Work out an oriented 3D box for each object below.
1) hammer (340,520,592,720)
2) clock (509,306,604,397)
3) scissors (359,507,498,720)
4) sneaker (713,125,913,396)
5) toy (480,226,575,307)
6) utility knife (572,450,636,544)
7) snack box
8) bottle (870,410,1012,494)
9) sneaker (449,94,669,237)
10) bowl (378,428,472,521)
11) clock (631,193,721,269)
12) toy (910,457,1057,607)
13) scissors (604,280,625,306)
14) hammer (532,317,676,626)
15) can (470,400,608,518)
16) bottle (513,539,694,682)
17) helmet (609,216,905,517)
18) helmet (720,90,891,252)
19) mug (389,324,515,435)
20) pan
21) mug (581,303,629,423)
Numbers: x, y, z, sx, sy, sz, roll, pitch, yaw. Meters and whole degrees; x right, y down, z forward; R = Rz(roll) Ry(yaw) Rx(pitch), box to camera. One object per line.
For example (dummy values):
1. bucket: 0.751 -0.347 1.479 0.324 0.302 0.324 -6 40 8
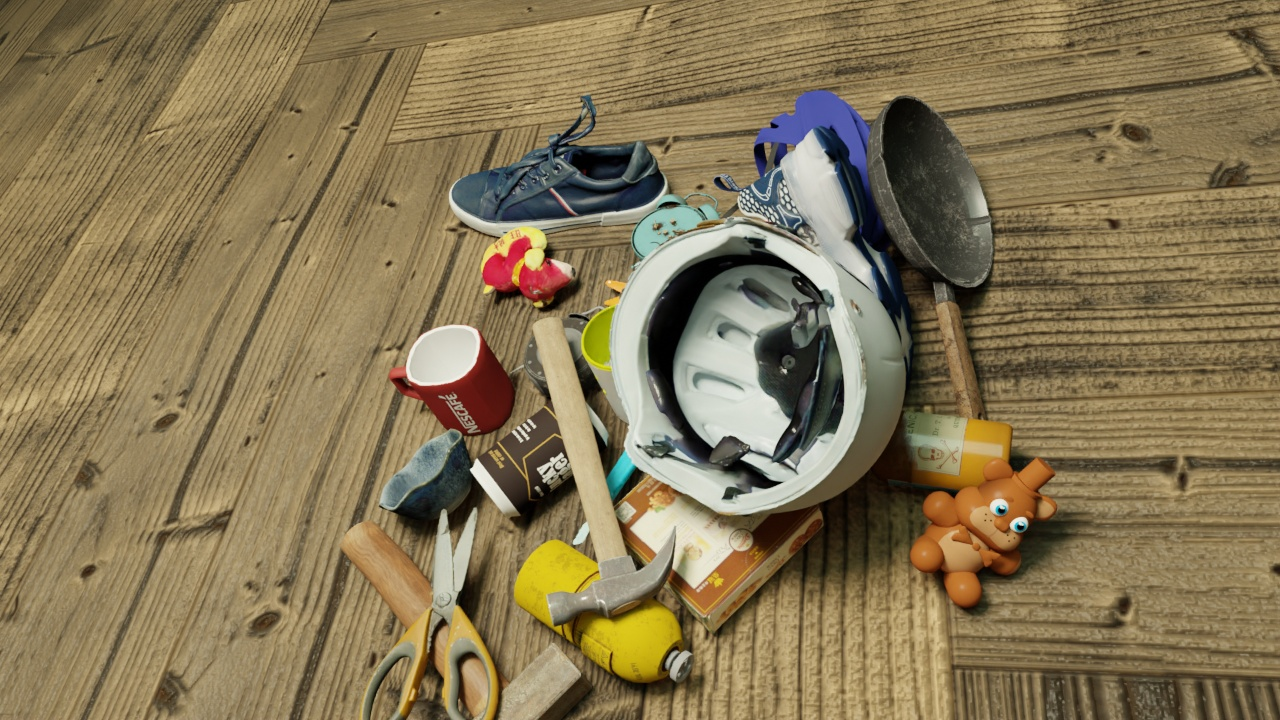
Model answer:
1. hammer: -0.197 0.251 0.850 0.157 0.037 0.301 -42 52 -15
2. clock: -0.075 -0.004 0.997 0.122 0.044 0.091 -37 52 -11
3. scissors: -0.189 0.236 0.823 0.166 0.016 0.225 -19 50 3
4. sneaker: 0.167 -0.074 0.872 0.133 0.269 0.103 -18 9 27
5. toy: -0.144 -0.111 1.093 0.105 0.067 0.137 -41 45 -9
6. utility knife: -0.027 0.117 0.882 0.022 0.015 0.157 15 44 24
7. snack box: 0.065 0.147 0.837 0.143 0.041 0.147 -41 52 -14
8. bottle: 0.242 0.079 0.812 0.157 0.068 0.067 7 57 23
9. sneaker: -0.117 -0.237 1.138 0.295 0.127 0.120 -1 55 20
10. bowl: -0.207 0.124 0.927 0.110 0.055 0.110 -37 20 15
11. clock: 0.044 -0.146 1.059 0.090 0.053 0.124 24 65 30
12. toy: 0.282 0.132 0.740 0.128 0.095 0.065 -50 4 22
13. scissors: 0.007 -0.062 1.025 0.133 0.012 0.084 -8 85 36
14. hammer: -0.055 0.083 0.849 0.119 0.031 0.330 -14 49 -7
15. can: -0.099 0.093 0.914 0.128 0.072 0.072 -38 52 -11
16. bottle: -0.028 0.224 0.792 0.164 0.071 0.071 24 65 32
17. helmet: 0.106 0.006 0.790 0.264 0.163 0.237 33 106 40
18. helmet: 0.156 -0.171 0.973 0.228 0.148 0.241 -20 64 0
19. mug: -0.206 0.024 0.986 0.116 0.097 0.080 -5 53 15
20. pan: 0.290 -0.092 0.893 0.040 0.207 0.356 -20 64 44
21. mug: -0.005 0.005 0.926 0.083 0.106 0.082 -9 51 12
